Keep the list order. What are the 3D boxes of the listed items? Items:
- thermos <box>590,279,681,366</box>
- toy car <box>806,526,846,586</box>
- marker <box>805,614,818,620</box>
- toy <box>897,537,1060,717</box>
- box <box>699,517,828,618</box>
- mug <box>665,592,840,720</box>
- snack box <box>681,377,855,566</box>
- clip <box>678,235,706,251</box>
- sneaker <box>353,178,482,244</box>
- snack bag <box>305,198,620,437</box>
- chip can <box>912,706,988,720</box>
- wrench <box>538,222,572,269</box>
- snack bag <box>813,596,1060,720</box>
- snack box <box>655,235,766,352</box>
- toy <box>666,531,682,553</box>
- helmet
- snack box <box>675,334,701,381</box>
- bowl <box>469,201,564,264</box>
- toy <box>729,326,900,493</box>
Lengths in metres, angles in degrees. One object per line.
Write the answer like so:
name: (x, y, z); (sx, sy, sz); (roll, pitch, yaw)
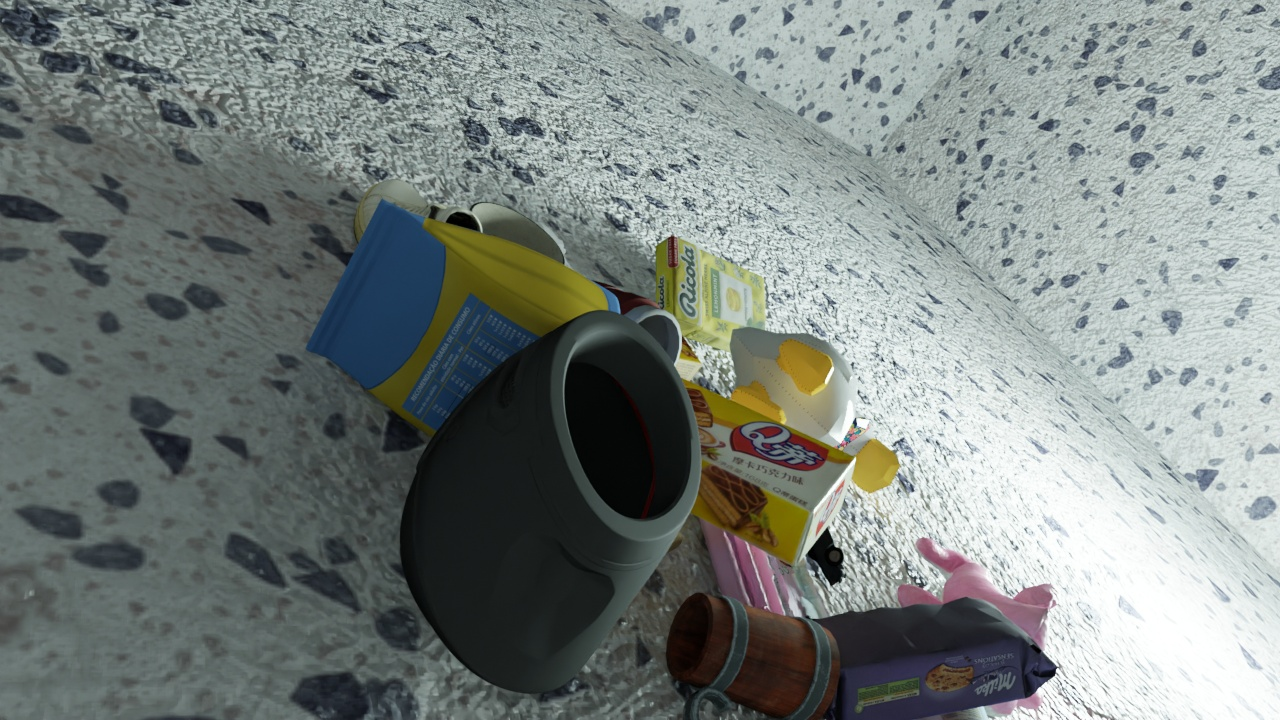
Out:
thermos: (-0.061, -0.043, 0.860); (0.199, 0.083, 0.108); (24, -21, 44)
toy car: (0.175, 0.172, 0.926); (0.046, 0.034, 0.112); (61, 7, -68)
marker: (0.184, 0.252, 0.830); (0.138, 0.016, 0.022); (36, 6, -44)
toy: (0.372, 0.266, 0.956); (0.186, 0.128, 0.265); (42, 18, -1)
box: (0.109, 0.184, 0.860); (0.154, 0.045, 0.201); (43, 19, -34)
mug: (0.082, 0.241, 0.693); (0.111, 0.082, 0.117); (24, 49, -20)
snack box: (0.065, 0.084, 0.825); (0.230, 0.062, 0.109); (25, 31, 24)
clip: (0.087, -0.122, 1.295); (0.125, 0.092, 0.151); (23, 39, -33)
sneaker: (-0.203, -0.119, 0.879); (0.088, 0.102, 0.241); (11, 35, -42)
snack bag: (-0.141, -0.020, 0.730); (0.205, 0.159, 0.102); (26, 30, -19)
chip can: (0.258, 0.315, 0.782); (0.080, 0.080, 0.229); (30, 25, -15)
wrench: (-0.066, -0.077, 1.087); (0.273, 0.018, 0.066); (50, 29, 22)
snack bag: (0.228, 0.242, 0.756); (0.205, 0.058, 0.096); (-6, 14, -14)
snack box: (0.099, -0.079, 1.213); (0.180, 0.045, 0.121); (18, 62, -35)
toy: (-0.021, 0.116, 0.741); (0.133, 0.106, 0.108); (-14, 67, -54)
helmet: (-0.069, 0.095, 0.612); (0.164, 0.170, 0.264); (41, 34, -24)
snack box: (-0.006, 0.006, 0.948); (0.105, 0.084, 0.061); (13, 34, -41)
bowl: (-0.146, -0.112, 0.990); (0.115, 0.059, 0.115); (30, 27, -17)
toy: (0.194, 0.049, 1.086); (0.246, 0.141, 0.267); (49, 10, 25)
